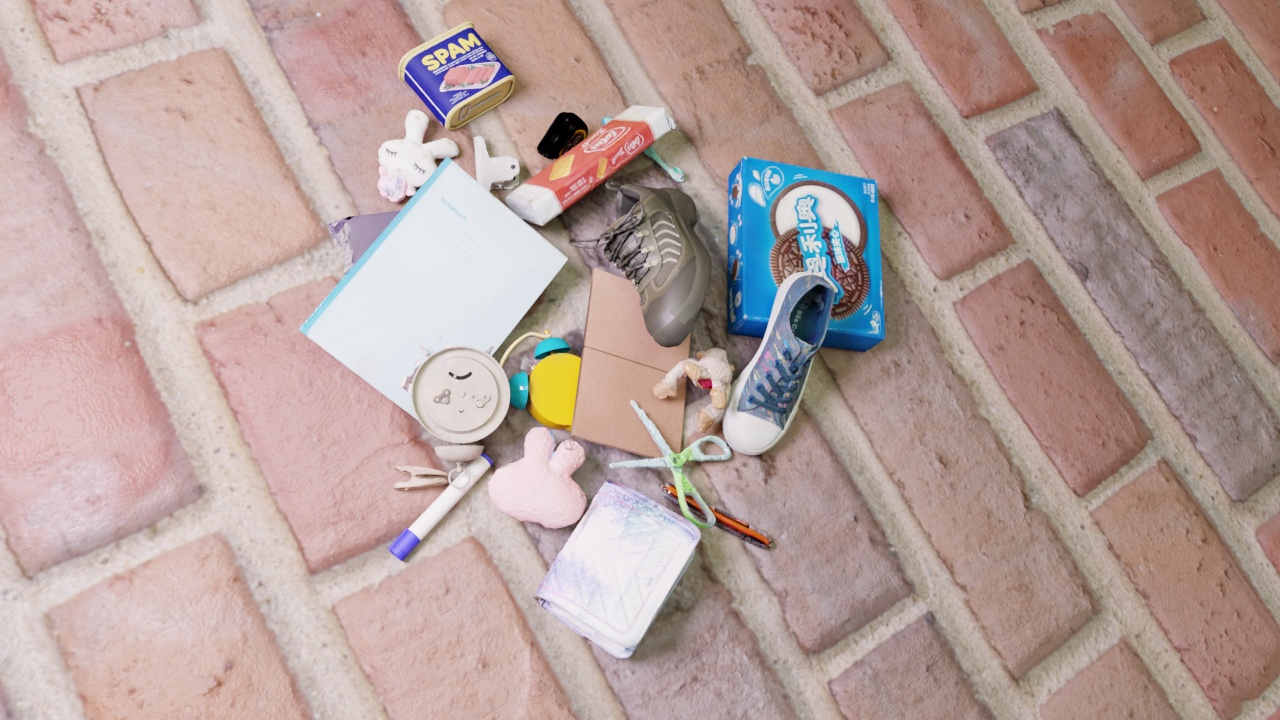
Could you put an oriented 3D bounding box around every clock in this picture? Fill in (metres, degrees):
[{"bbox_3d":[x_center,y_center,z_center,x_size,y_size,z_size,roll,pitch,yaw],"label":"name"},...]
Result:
[{"bbox_3d":[-0.101,0.027,1.057,0.129,0.044,0.098,39,65,-7],"label":"clock"},{"bbox_3d":[-0.198,0.060,0.996,0.103,0.061,0.156,0,82,-18],"label":"clock"}]

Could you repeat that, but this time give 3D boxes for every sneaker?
[{"bbox_3d":[-0.001,-0.133,1.075,0.142,0.101,0.237,18,46,-26],"label":"sneaker"},{"bbox_3d":[0.175,0.006,1.088,0.087,0.079,0.235,23,88,-15],"label":"sneaker"}]

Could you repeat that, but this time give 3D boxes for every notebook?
[{"bbox_3d":[-0.006,0.006,1.088,0.141,0.008,0.208,18,66,-26],"label":"notebook"},{"bbox_3d":[-0.225,-0.076,1.025,0.181,0.009,0.253,39,78,-13],"label":"notebook"}]

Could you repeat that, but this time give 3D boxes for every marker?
[{"bbox_3d":[-0.214,0.155,0.988,0.020,0.020,0.141,41,65,1],"label":"marker"}]

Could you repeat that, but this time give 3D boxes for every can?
[{"bbox_3d":[-0.228,-0.355,1.151,0.116,0.057,0.092,-38,86,-24],"label":"can"}]

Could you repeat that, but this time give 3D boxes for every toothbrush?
[{"bbox_3d":[0.005,-0.280,1.212,0.135,0.017,0.022,38,69,-1],"label":"toothbrush"}]

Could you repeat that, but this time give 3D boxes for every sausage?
[{"bbox_3d":[0.088,0.182,1.066,0.155,0.020,0.020,28,65,-5],"label":"sausage"}]

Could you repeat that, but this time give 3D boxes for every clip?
[{"bbox_3d":[-0.239,0.130,0.988,0.059,0.026,0.052,39,67,1],"label":"clip"},{"bbox_3d":[-0.177,-0.234,1.133,0.055,0.045,0.101,-6,73,-5],"label":"clip"}]

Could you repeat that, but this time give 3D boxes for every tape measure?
[{"bbox_3d":[-0.097,-0.284,1.159,0.034,0.062,0.061,45,21,15],"label":"tape measure"}]

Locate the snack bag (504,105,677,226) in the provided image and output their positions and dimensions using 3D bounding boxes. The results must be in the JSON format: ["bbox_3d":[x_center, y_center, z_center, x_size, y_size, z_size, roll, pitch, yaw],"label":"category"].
[{"bbox_3d":[-0.062,-0.245,1.139,0.224,0.077,0.041,-42,125,-19],"label":"snack bag"}]

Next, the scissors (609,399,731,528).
[{"bbox_3d":[0.040,0.115,1.058,0.171,0.023,0.171,-27,82,-35],"label":"scissors"}]

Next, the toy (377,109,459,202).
[{"bbox_3d":[-0.275,-0.242,1.106,0.079,0.038,0.122,32,68,-11],"label":"toy"}]

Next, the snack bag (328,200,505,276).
[{"bbox_3d":[-0.246,-0.133,1.063,0.205,0.059,0.096,-11,75,-20],"label":"snack bag"}]

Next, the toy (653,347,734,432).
[{"bbox_3d":[0.073,0.019,1.094,0.085,0.074,0.105,31,43,1],"label":"toy"}]

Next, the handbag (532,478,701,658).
[{"bbox_3d":[-0.024,0.224,0.996,0.126,0.069,0.158,29,64,11],"label":"handbag"}]

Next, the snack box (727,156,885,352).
[{"bbox_3d":[0.214,-0.139,1.199,0.195,0.056,0.238,7,70,-13],"label":"snack box"}]

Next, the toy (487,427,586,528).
[{"bbox_3d":[-0.106,0.128,1.005,0.108,0.053,0.105,21,77,-2],"label":"toy"}]
